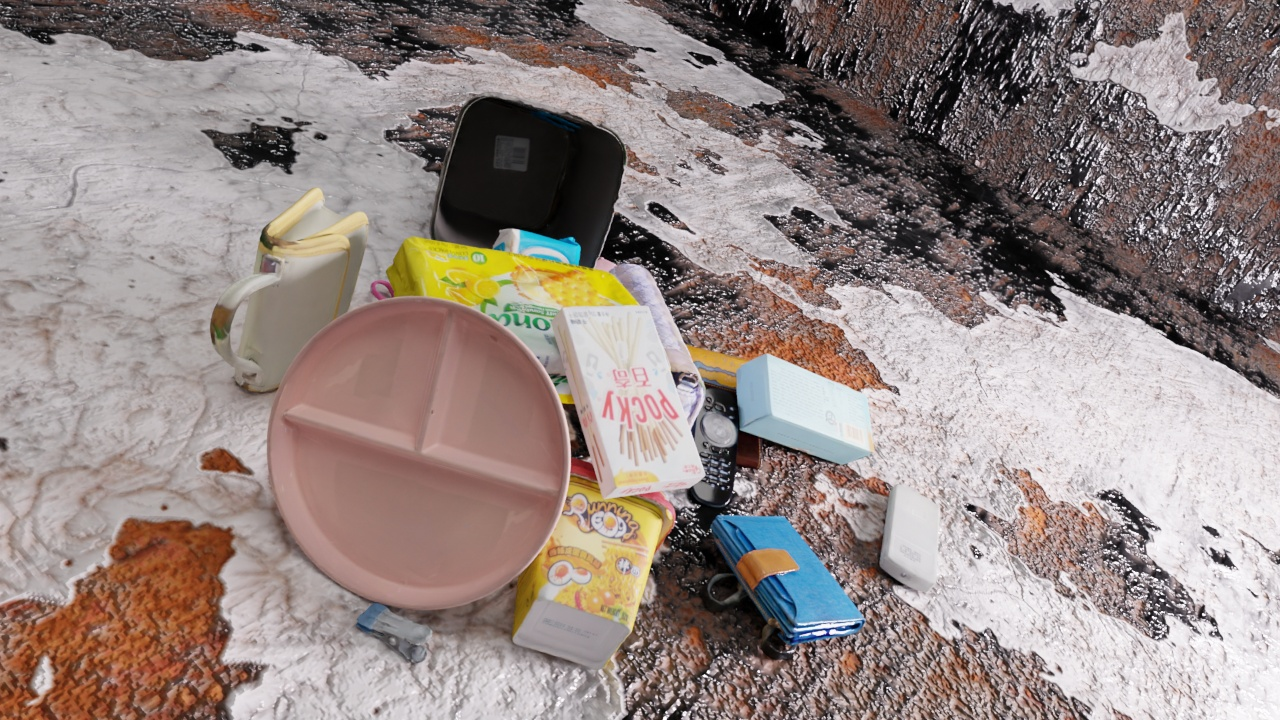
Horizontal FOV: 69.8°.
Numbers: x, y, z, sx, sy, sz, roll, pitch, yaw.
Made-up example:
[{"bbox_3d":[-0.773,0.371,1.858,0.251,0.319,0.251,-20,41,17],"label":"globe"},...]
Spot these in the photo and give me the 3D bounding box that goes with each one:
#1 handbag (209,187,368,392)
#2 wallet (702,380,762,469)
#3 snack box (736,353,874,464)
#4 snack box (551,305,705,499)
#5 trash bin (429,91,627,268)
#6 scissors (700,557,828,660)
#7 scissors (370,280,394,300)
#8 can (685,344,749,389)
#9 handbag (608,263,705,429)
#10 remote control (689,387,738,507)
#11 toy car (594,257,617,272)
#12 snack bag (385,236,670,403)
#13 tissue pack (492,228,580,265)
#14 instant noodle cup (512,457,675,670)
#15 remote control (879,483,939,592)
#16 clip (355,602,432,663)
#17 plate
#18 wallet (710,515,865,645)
[{"bbox_3d":[-0.303,-0.044,0.781,0.063,0.164,0.178,26,33,-1],"label":"handbag"},{"bbox_3d":[0.074,0.064,0.996,0.122,0.020,0.096,15,53,-18],"label":"wallet"},{"bbox_3d":[0.185,0.057,1.023,0.174,0.052,0.074,21,54,-34],"label":"snack box"},{"bbox_3d":[-0.011,0.029,0.728,0.084,0.027,0.156,-3,63,-34],"label":"snack box"},{"bbox_3d":[-0.147,-0.221,1.110,0.199,0.199,0.219,13,18,-19],"label":"trash bin"},{"bbox_3d":[0.123,0.211,0.847,0.159,0.014,0.173,15,30,-21],"label":"scissors"},{"bbox_3d":[-0.233,-0.039,0.968,0.105,0.017,0.136,0,43,-44],"label":"scissors"},{"bbox_3d":[0.094,0.022,1.062,0.146,0.058,0.058,13,33,-18],"label":"can"},{"bbox_3d":[-0.006,0.006,0.943,0.075,0.134,0.193,9,34,-27],"label":"handbag"},{"bbox_3d":[0.074,0.091,0.951,0.053,0.024,0.136,17,56,-13],"label":"remote control"},{"bbox_3d":[-0.063,-0.114,1.178,0.122,0.037,0.056,27,30,5],"label":"toy car"},{"bbox_3d":[-0.098,-0.027,0.804,0.246,0.068,0.158,6,36,-29],"label":"snack bag"},{"bbox_3d":[-0.116,-0.072,0.999,0.090,0.140,0.063,9,-10,-24],"label":"tissue pack"},{"bbox_3d":[-0.044,0.161,0.717,0.116,0.116,0.123,21,43,-9],"label":"instant noodle cup"},{"bbox_3d":[0.290,0.189,0.985,0.058,0.021,0.149,29,31,6],"label":"remote control"},{"bbox_3d":[-0.175,0.193,0.655,0.057,0.029,0.024,27,29,16],"label":"clip"},{"bbox_3d":[-0.162,0.068,0.675,0.229,0.229,0.028,28,6,5],"label":"plate"},{"bbox_3d":[0.131,0.193,0.832,0.106,0.040,0.133,9,31,-40],"label":"wallet"}]
